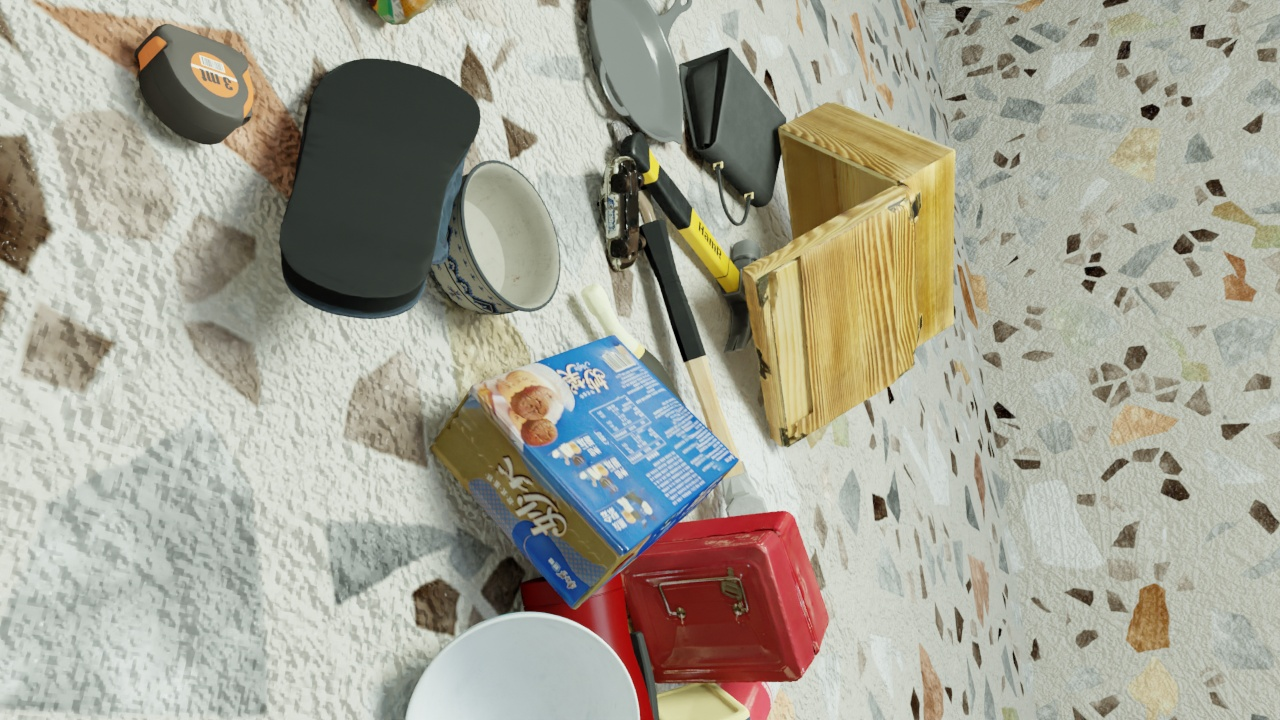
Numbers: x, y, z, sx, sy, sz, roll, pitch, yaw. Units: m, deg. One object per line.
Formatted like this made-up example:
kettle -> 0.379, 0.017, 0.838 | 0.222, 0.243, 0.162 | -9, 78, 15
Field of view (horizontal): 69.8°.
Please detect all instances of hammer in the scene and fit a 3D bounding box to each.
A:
hammer -> 0.062, 0.013, 0.957 | 0.131, 0.039, 0.328 | 29, 43, -87
hammer -> 0.064, -0.142, 1.053 | 0.324, 0.034, 0.169 | 45, 43, -47

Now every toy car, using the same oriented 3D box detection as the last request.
toy car -> -0.021, -0.146, 0.916 | 0.048, 0.041, 0.113 | -29, 121, -60

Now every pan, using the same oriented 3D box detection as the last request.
pan -> 0.008, -0.373, 1.071 | 0.216, 0.024, 0.353 | 60, 33, -27

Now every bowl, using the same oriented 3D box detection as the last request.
bowl -> -0.118, -0.087, 0.695 | 0.115, 0.059, 0.115 | 32, 52, -52
bowl -> -0.078, 0.227, 0.596 | 0.074, 0.144, 0.144 | -179, -107, -79

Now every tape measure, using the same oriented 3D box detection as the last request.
tape measure -> -0.250, -0.152, 0.518 | 0.058, 0.038, 0.058 | 2, 63, -60

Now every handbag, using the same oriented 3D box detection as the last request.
handbag -> 0.123, -0.265, 1.191 | 0.175, 0.072, 0.195 | 28, 58, -53

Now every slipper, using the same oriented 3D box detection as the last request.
slipper -> -0.174, -0.105, 0.601 | 0.109, 0.084, 0.265 | 14, 43, -16

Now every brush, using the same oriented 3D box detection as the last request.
brush -> 0.000, -0.185, 0.991 | 0.038, 0.012, 0.151 | -33, 108, -60

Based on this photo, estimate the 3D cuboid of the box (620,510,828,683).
box -> 0.073, 0.207, 0.808 | 0.097, 0.158, 0.130 | -33, 108, -56

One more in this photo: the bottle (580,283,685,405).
bottle -> -0.005, 0.005, 0.868 | 0.184, 0.045, 0.045 | 60, 33, -28

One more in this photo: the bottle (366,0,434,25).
bottle -> -0.207, -0.314, 0.634 | 0.167, 0.059, 0.059 | 48, 40, -41

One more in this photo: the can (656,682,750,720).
can -> 0.054, 0.333, 0.751 | 0.135, 0.075, 0.104 | 145, -68, -77

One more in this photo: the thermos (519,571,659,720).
thermos -> -0.027, 0.256, 0.684 | 0.107, 0.084, 0.198 | 0, 76, -54

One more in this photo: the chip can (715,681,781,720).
chip can -> 0.116, 0.301, 0.930 | 0.232, 0.073, 0.073 | -43, 115, -58

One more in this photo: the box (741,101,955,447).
box -> 0.229, -0.111, 1.185 | 0.335, 0.286, 0.279 | -30, 131, -19

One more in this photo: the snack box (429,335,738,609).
snack box -> -0.034, 0.072, 0.698 | 0.155, 0.069, 0.202 | 46, 27, 11
